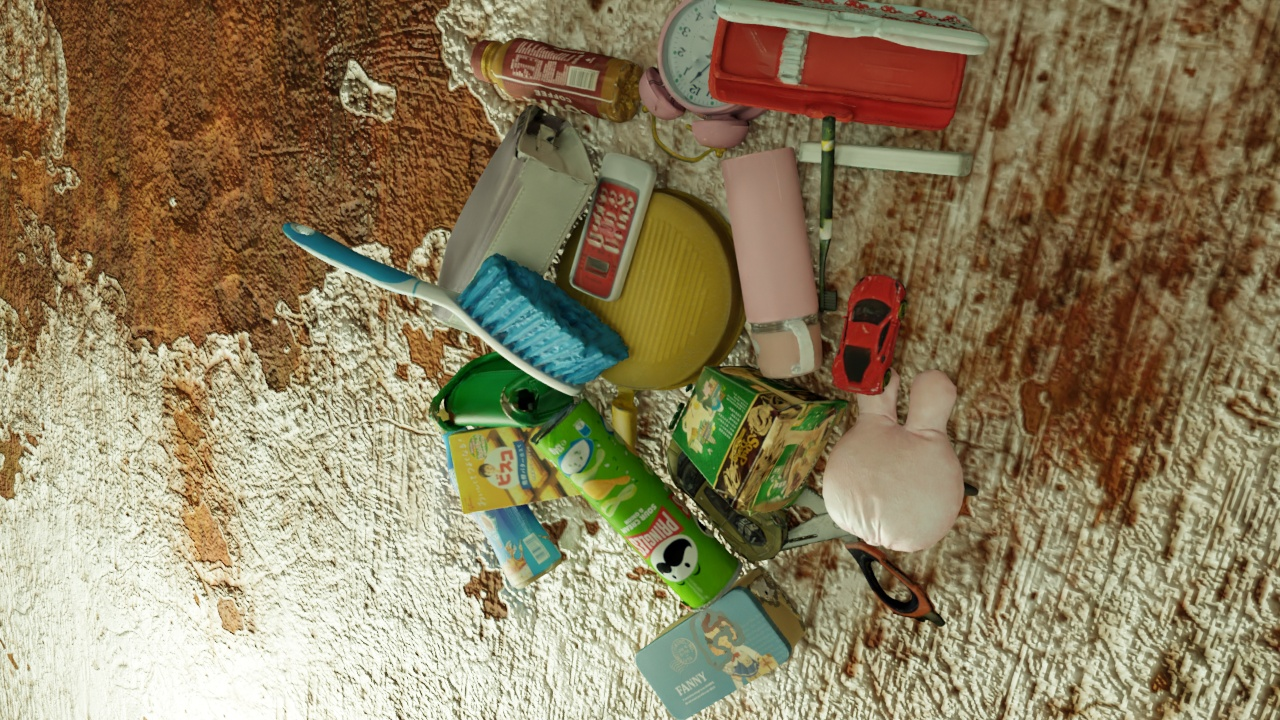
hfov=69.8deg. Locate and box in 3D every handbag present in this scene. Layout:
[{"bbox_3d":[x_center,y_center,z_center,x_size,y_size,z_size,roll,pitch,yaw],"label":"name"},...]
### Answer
[{"bbox_3d":[-0.142,0.033,0.959,0.131,0.120,0.068,-3,104,30],"label":"handbag"},{"bbox_3d":[-0.124,-0.134,0.903,0.197,0.098,0.144,-55,30,29],"label":"handbag"}]

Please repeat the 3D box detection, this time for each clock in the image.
[{"bbox_3d":[0.063,-0.252,0.809,0.117,0.059,0.159,36,117,15],"label":"clock"}]

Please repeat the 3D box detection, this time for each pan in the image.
[{"bbox_3d":[-0.005,0.005,0.921,0.198,0.078,0.358,23,106,26],"label":"pan"}]

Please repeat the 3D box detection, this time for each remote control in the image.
[{"bbox_3d":[-0.027,-0.125,0.862,0.056,0.020,0.136,25,107,25],"label":"remote control"},{"bbox_3d":[0.201,-0.167,0.757,0.135,0.056,0.019,11,108,26],"label":"remote control"}]

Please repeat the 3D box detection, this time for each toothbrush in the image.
[{"bbox_3d":[0.160,-0.118,0.776,0.017,0.012,0.186,9,130,20],"label":"toothbrush"}]

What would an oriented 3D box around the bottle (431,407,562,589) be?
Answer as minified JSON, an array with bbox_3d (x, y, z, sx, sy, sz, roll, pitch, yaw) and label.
[{"bbox_3d":[-0.169,0.150,1.034,0.065,0.065,0.218,-36,84,31],"label":"bottle"}]

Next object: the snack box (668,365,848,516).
[{"bbox_3d":[0.102,0.061,0.842,0.105,0.117,0.118,37,112,33],"label":"snack box"}]

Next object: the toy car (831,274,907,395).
[{"bbox_3d":[0.198,-0.024,0.797,0.049,0.031,0.106,13,88,32],"label":"toy car"}]

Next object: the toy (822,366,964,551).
[{"bbox_3d":[0.223,0.083,0.797,0.121,0.054,0.159,10,85,31],"label":"toy"}]

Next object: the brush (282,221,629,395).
[{"bbox_3d":[-0.162,-0.060,0.834,0.314,0.060,0.110,36,121,-20],"label":"brush"}]

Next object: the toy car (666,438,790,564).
[{"bbox_3d":[0.082,0.129,0.900,0.158,0.042,0.070,45,119,24],"label":"toy car"}]

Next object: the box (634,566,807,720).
[{"bbox_3d":[0.076,0.292,0.937,0.185,0.061,0.090,-44,79,28],"label":"box"}]

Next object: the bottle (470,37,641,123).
[{"bbox_3d":[-0.084,-0.275,0.887,0.175,0.057,0.057,20,111,23],"label":"bottle"}]

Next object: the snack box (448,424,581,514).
[{"bbox_3d":[-0.128,0.109,0.982,0.140,0.033,0.087,-9,95,2],"label":"snack box"}]

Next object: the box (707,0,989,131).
[{"bbox_3d":[0.154,-0.233,0.703,0.201,0.101,0.095,9,105,4],"label":"box"}]

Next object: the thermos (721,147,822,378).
[{"bbox_3d":[0.121,-0.084,0.807,0.067,0.087,0.198,-10,97,-6],"label":"thermos"}]

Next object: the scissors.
[{"bbox_3d":[0.206,0.152,0.855,0.222,0.015,0.189,36,115,20],"label":"scissors"}]

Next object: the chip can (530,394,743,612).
[{"bbox_3d":[-0.004,0.141,0.904,0.236,0.072,0.072,47,120,-6],"label":"chip can"}]
